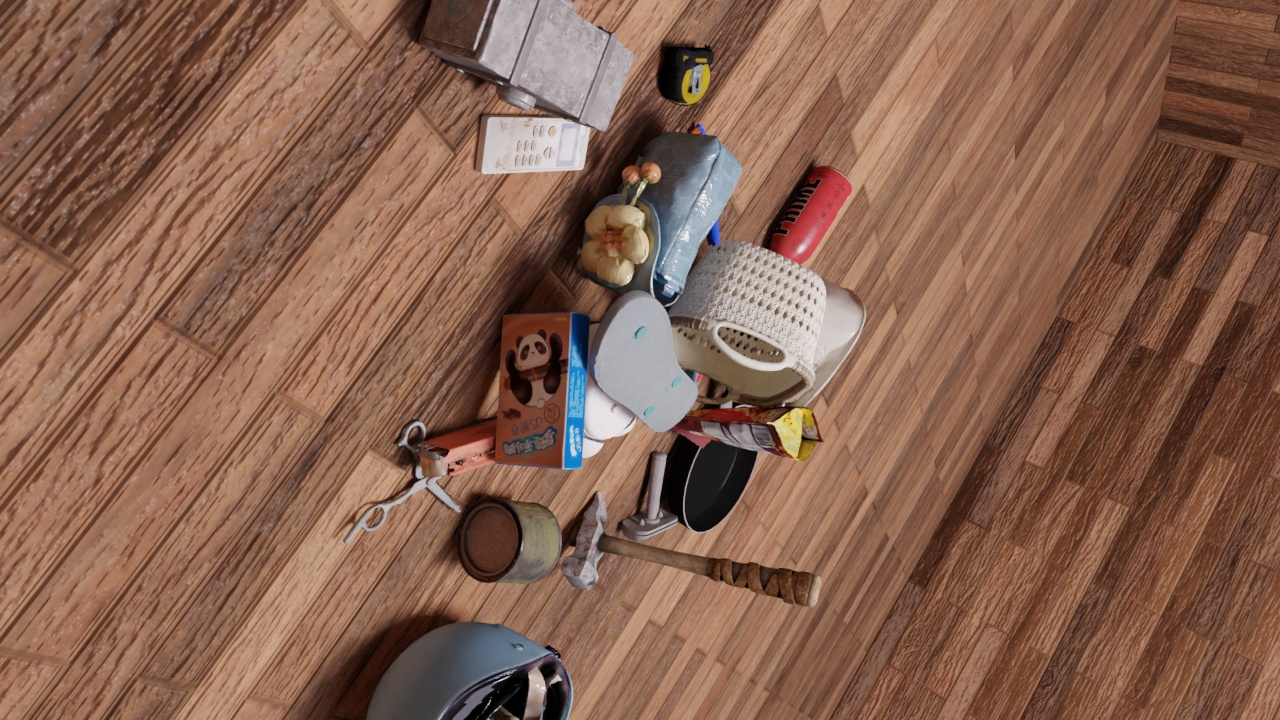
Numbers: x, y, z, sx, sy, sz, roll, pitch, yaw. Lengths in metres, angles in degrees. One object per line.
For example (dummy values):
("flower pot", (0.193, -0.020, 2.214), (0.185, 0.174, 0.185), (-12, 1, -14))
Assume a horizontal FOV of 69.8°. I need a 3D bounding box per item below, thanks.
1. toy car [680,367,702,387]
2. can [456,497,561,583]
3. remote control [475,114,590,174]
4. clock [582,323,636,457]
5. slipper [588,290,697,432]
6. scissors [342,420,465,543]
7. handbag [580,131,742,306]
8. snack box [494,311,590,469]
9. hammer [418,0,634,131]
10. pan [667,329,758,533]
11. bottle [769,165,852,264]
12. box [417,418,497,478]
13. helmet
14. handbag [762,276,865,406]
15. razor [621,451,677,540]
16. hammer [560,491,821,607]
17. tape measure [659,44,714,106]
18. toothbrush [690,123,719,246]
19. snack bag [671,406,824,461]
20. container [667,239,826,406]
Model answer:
("toy car", (0.057, 0.027, 1.222), (0.107, 0.027, 0.060), (-14, 124, -50))
("can", (-0.143, 0.196, 0.997), (0.074, 0.090, 0.090), (23, 93, -58))
("remote control", (-0.097, -0.201, 0.854), (0.135, 0.011, 0.050), (-17, 126, -49))
("clock", (-0.037, 0.029, 1.036), (0.125, 0.073, 0.161), (-30, 134, -49))
("slipper", (-0.006, 0.006, 0.968), (0.098, 0.055, 0.269), (-46, 151, -9))
("scissors", (-0.223, 0.125, 0.904), (0.174, 0.014, 0.142), (-40, 138, -36))
("handbag", (0.015, -0.155, 0.950), (0.118, 0.122, 0.192), (34, 83, -47))
("snack box", (-0.097, 0.029, 0.902), (0.034, 0.087, 0.151), (8, 84, -56))
("hammer", (-0.047, -0.364, 0.745), (0.176, 0.079, 0.326), (11, 103, -57))
("pan", (0.114, 0.089, 1.331), (0.203, 0.044, 0.356), (-28, 130, -45))
("bottle", (0.227, -0.186, 1.282), (0.176, 0.062, 0.062), (-56, 147, -11))
("box", (-0.152, 0.089, 0.941), (0.186, 0.059, 0.056), (-13, 146, -54))
("helmet", (-0.187, 0.387, 0.997), (0.225, 0.167, 0.266), (-49, 144, -18))
("handbag", (0.209, -0.021, 1.255), (0.200, 0.093, 0.200), (-97, -148, -73))
("razor", (0.019, 0.183, 1.273), (0.088, 0.047, 0.116), (-12, 114, -52))
("hammer", (0.058, 0.244, 1.114), (0.049, 0.319, 0.121), (68, 37, -50))
("tape measure", (0.050, -0.301, 0.972), (0.061, 0.034, 0.061), (-23, 132, -45))
("toothbrush", (0.079, -0.203, 1.101), (0.018, 0.016, 0.183), (-41, 141, -24))
("snack bag", (0.112, 0.090, 1.154), (0.138, 0.208, 0.066), (24, 70, -42))
("container", (0.113, -0.036, 1.079), (0.246, 0.184, 0.142), (132, -19, -76))
